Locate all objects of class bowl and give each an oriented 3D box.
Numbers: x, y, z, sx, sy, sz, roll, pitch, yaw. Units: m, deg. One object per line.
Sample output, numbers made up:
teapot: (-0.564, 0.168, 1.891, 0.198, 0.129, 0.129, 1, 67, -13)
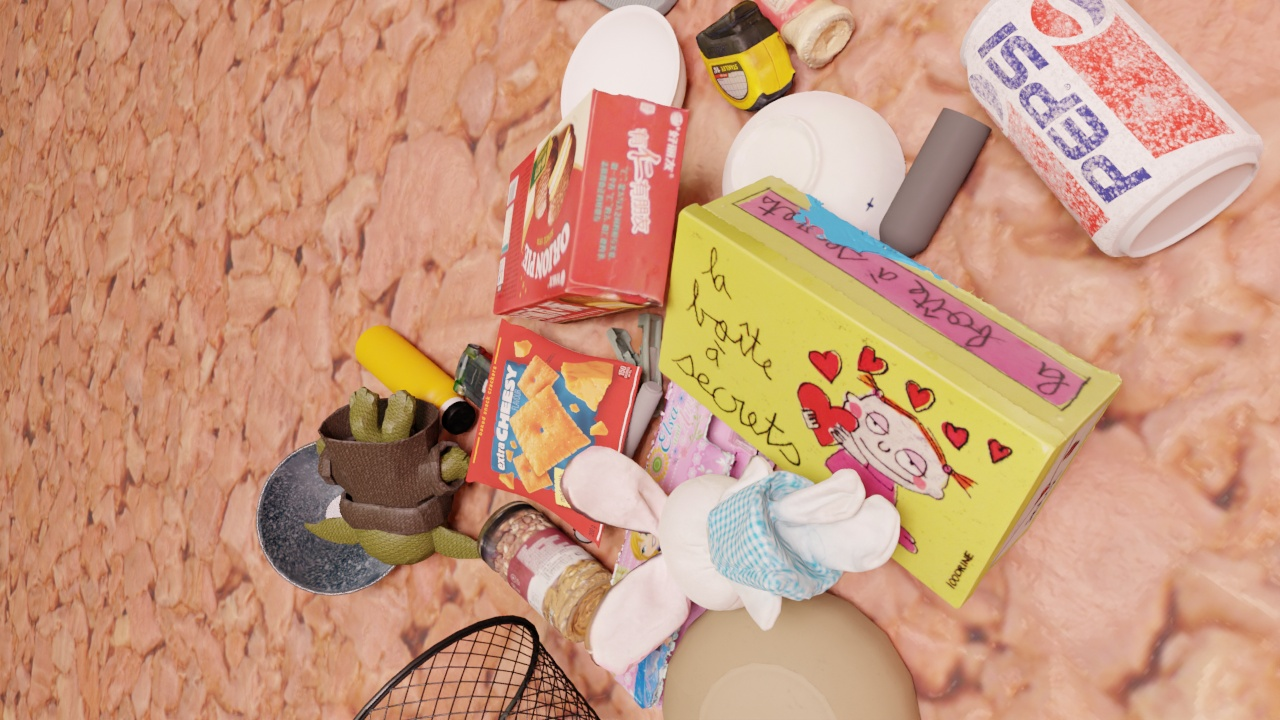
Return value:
bowl: (0.096, -0.112, 0.562, 0.114, 0.063, 0.113, -5, 81, 39)
bowl: (-0.269, 0.140, 0.829, 0.137, 0.057, 0.137, 1, 82, -5)
bowl: (0.079, 0.208, 0.524, 0.152, 0.050, 0.152, -1, 87, 22)
bowl: (-0.004, -0.195, 0.666, 0.110, 0.040, 0.110, -5, 83, 39)

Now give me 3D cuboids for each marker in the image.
marker: (-0.017, 0.074, 0.650, 0.016, 0.016, 0.141, 45, 124, 33)

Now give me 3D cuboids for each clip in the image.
clip: (0.001, 0.006, 0.655, 0.060, 0.023, 0.076, -23, 69, 37)

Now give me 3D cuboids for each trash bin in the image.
trash bin: (-0.071, 0.307, 0.592, 0.210, 0.183, 0.184, 37, 109, 30)

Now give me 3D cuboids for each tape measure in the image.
tape measure: (0.070, -0.195, 0.594, 0.064, 0.037, 0.065, 58, 169, -13)

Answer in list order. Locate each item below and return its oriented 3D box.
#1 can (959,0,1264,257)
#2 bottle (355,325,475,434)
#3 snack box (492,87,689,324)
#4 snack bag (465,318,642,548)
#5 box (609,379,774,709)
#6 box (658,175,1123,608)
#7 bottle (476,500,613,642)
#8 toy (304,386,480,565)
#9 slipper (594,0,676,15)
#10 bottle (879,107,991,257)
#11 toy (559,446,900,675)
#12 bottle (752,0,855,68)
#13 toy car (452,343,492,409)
can: (0.223, -0.122, 0.448, 0.078, 0.078, 0.136, -42, 61, 29)
bottle: (-0.196, 0.018, 0.802, 0.144, 0.043, 0.043, 34, 107, 37)
snack box: (-0.043, -0.087, 0.603, 0.237, 0.060, 0.113, 178, 99, -71)
snack bag: (-0.066, 0.049, 0.670, 0.144, 0.039, 0.131, 19, 99, 38)
box: (0.026, 0.112, 0.604, 0.085, 0.053, 0.230, 23, 100, 38)
box: (0.113, 0.007, 0.485, 0.221, 0.080, 0.125, 38, 140, 27)
bottle: (-0.068, 0.153, 0.675, 0.105, 0.056, 0.056, 31, 105, 37)
toy: (-0.201, 0.096, 0.751, 0.179, 0.078, 0.153, 4, 117, 16)
slipper: (-0.063, -0.341, 0.733, 0.269, 0.054, 0.098, 30, 102, 26)
bottle: (0.159, -0.086, 0.528, 0.030, 0.030, 0.113, 37, 109, 36)
toy: (0.056, 0.091, 0.500, 0.206, 0.105, 0.131, -24, 76, 46)
bottle: (0.091, -0.236, 0.591, 0.044, 0.044, 0.109, -48, 60, 25)
toy car: (-0.118, 0.020, 0.742, 0.091, 0.036, 0.042, 30, 105, 36)
